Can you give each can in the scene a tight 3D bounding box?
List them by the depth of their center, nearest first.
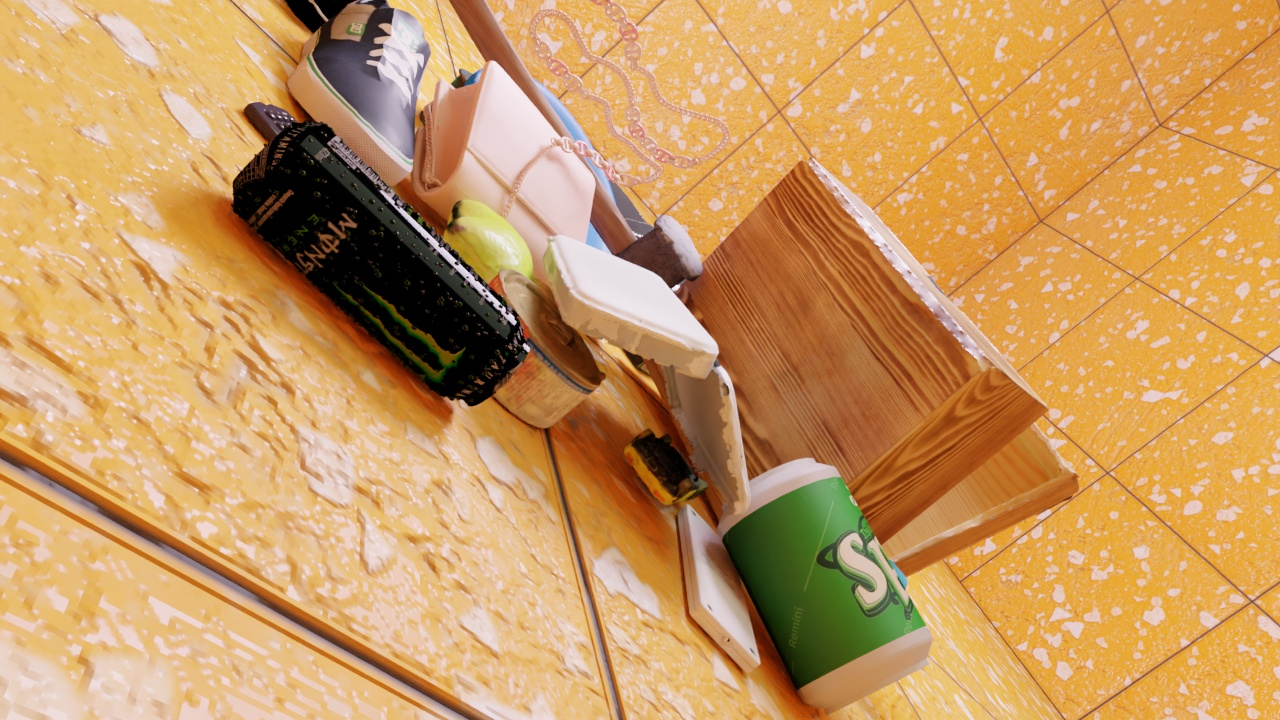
[{"bbox_3d":[-0.111,-0.040,0.401,0.137,0.054,0.054,46,10,-20],"label":"can"},{"bbox_3d":[-0.064,-0.007,0.519,0.086,0.043,0.086,48,10,-12],"label":"can"},{"bbox_3d":[0.113,0.138,0.572,0.139,0.088,0.087,63,14,23],"label":"can"}]

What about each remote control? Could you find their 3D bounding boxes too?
[{"bbox_3d":[-0.162,-0.091,0.500,0.124,0.009,0.046,49,10,-6],"label":"remote control"},{"bbox_3d":[0.045,0.134,0.560,0.050,0.011,0.135,48,9,-12],"label":"remote control"}]

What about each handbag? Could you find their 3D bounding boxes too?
[{"bbox_3d":[-0.053,-0.138,0.644,0.198,0.188,0.116,43,44,-51],"label":"handbag"}]

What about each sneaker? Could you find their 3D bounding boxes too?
[{"bbox_3d":[-0.179,-0.196,0.623,0.084,0.079,0.235,43,12,-37],"label":"sneaker"}]

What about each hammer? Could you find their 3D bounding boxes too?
[{"bbox_3d":[-0.069,-0.181,0.774,0.328,0.098,0.052,56,22,-8],"label":"hammer"}]

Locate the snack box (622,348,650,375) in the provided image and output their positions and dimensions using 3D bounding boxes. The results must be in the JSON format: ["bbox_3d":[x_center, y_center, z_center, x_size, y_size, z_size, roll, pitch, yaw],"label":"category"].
[{"bbox_3d":[0.014,-0.012,0.948,0.080,0.025,0.147,54,10,25],"label":"snack box"}]

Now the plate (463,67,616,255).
[{"bbox_3d":[-0.090,-0.151,0.816,0.224,0.024,0.223,36,44,-45],"label":"plate"}]

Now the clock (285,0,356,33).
[{"bbox_3d":[-0.252,-0.289,0.759,0.091,0.042,0.120,40,13,-44],"label":"clock"}]

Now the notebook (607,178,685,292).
[{"bbox_3d":[-0.045,-0.133,0.955,0.169,0.030,0.209,2,44,-39],"label":"notebook"}]

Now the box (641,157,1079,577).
[{"bbox_3d":[0.165,0.039,0.775,0.220,0.259,0.279,29,26,-41],"label":"box"}]

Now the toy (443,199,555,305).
[{"bbox_3d":[-0.085,-0.050,0.590,0.115,0.046,0.092,53,6,-25],"label":"toy"}]

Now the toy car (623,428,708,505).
[{"bbox_3d":[0.016,0.074,0.611,0.049,0.030,0.107,51,6,15],"label":"toy car"}]

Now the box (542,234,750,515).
[{"bbox_3d":[0.011,-0.008,0.590,0.186,0.084,0.210,46,5,-16],"label":"box"}]

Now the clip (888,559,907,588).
[{"bbox_3d":[0.139,0.192,0.658,0.033,0.120,0.119,51,-24,2],"label":"clip"}]

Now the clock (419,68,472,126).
[{"bbox_3d":[-0.141,-0.210,0.873,0.121,0.073,0.157,42,13,-39],"label":"clock"}]
